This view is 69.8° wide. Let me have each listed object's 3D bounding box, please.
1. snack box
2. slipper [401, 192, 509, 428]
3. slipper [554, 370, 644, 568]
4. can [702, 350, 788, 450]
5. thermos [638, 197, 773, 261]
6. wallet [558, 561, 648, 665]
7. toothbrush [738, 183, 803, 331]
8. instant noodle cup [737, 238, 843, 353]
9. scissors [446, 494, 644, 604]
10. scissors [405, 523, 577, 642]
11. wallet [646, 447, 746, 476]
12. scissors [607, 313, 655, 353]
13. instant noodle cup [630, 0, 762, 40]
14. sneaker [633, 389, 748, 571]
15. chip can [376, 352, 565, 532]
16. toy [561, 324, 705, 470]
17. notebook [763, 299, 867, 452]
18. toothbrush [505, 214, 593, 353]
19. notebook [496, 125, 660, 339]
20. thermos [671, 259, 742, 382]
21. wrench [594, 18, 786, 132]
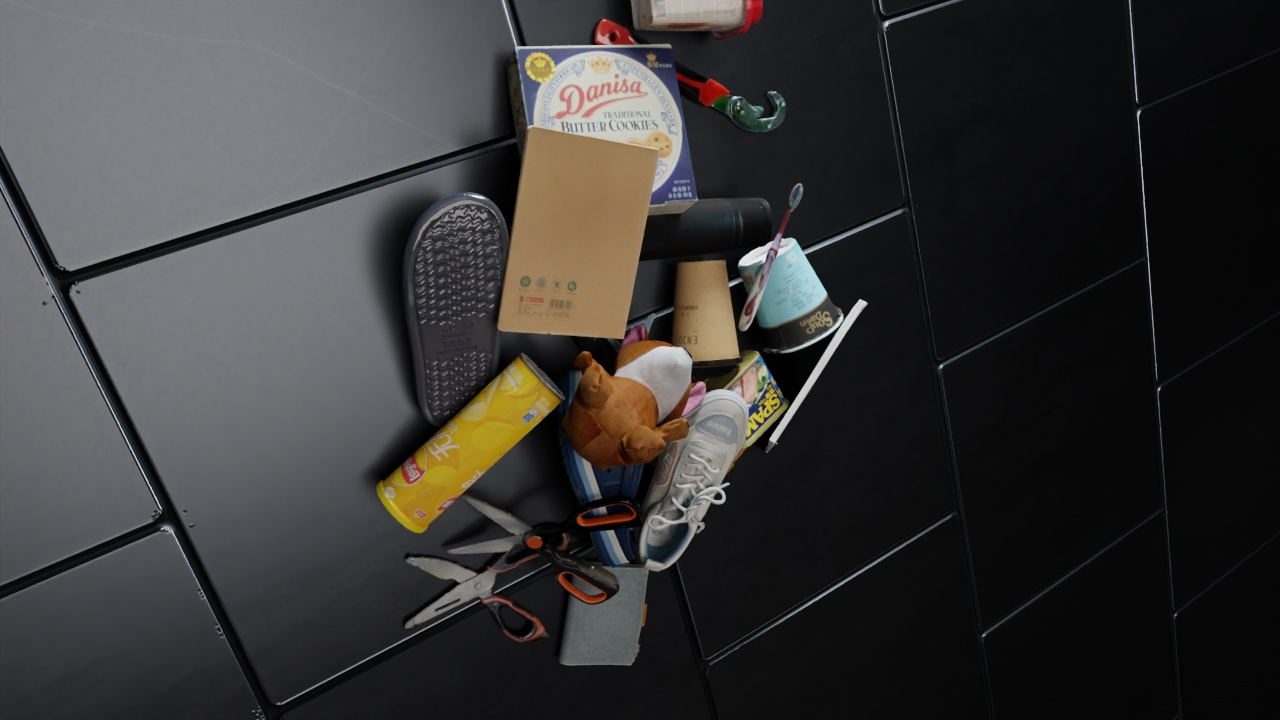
[{"bbox_3d":[-0.042,-0.246,0.988,0.177,0.046,0.182,-8,87,-21],"label":"snack box"},{"bbox_3d":[-0.205,-0.055,0.967,0.110,0.083,0.269,-10,124,-27],"label":"slipper"},{"bbox_3d":[-0.036,0.129,1.070,0.095,0.105,0.253,-14,112,-3],"label":"slipper"},{"bbox_3d":[0.125,0.048,1.146,0.102,0.057,0.083,-42,114,-23],"label":"can"},{"bbox_3d":[0.029,-0.155,1.071,0.242,0.090,0.068,-7,119,-22],"label":"thermos"},{"bbox_3d":[-0.043,0.317,1.154,0.106,0.037,0.130,7,96,-19],"label":"wallet"},{"bbox_3d":[0.155,-0.121,1.093,0.016,0.017,0.188,22,104,3],"label":"toothbrush"},{"bbox_3d":[0.183,-0.087,1.157,0.111,0.111,0.120,-33,106,-19],"label":"instant noodle cup"},{"bbox_3d":[-0.097,0.202,1.040,0.232,0.021,0.221,-28,118,14],"label":"scissors"},{"bbox_3d":[-0.172,0.260,1.082,0.223,0.015,0.189,37,82,-30],"label":"scissors"},{"bbox_3d":[0.079,0.111,1.180,0.131,0.031,0.108,-47,116,-11],"label":"wallet"},{"bbox_3d":[-0.005,0.007,1.095,0.135,0.017,0.133,25,99,1],"label":"scissors"},{"bbox_3d":[0.056,-0.414,1.014,0.124,0.116,0.117,-11,106,-15],"label":"instant noodle cup"},{"bbox_3d":[0.055,0.147,1.095,0.089,0.090,0.243,23,111,-6],"label":"sneaker"},{"bbox_3d":[-0.181,0.088,0.982,0.213,0.072,0.072,-42,118,0],"label":"chip can"},{"bbox_3d":[0.001,0.032,0.996,0.140,0.131,0.199,52,30,1],"label":"toy"},{"bbox_3d":[0.221,0.025,1.186,0.012,0.150,0.209,32,84,9],"label":"notebook"},{"bbox_3d":[-0.104,-0.085,1.050,0.014,0.018,0.189,-38,112,-18],"label":"toothbrush"},{"bbox_3d":[-0.063,-0.125,0.947,0.147,0.008,0.208,3,107,-28],"label":"notebook"},{"bbox_3d":[0.076,-0.049,1.114,0.093,0.093,0.143,-6,96,-28],"label":"thermos"},{"bbox_3d":[0.064,-0.331,1.084,0.273,0.016,0.056,15,94,-30],"label":"wrench"}]
